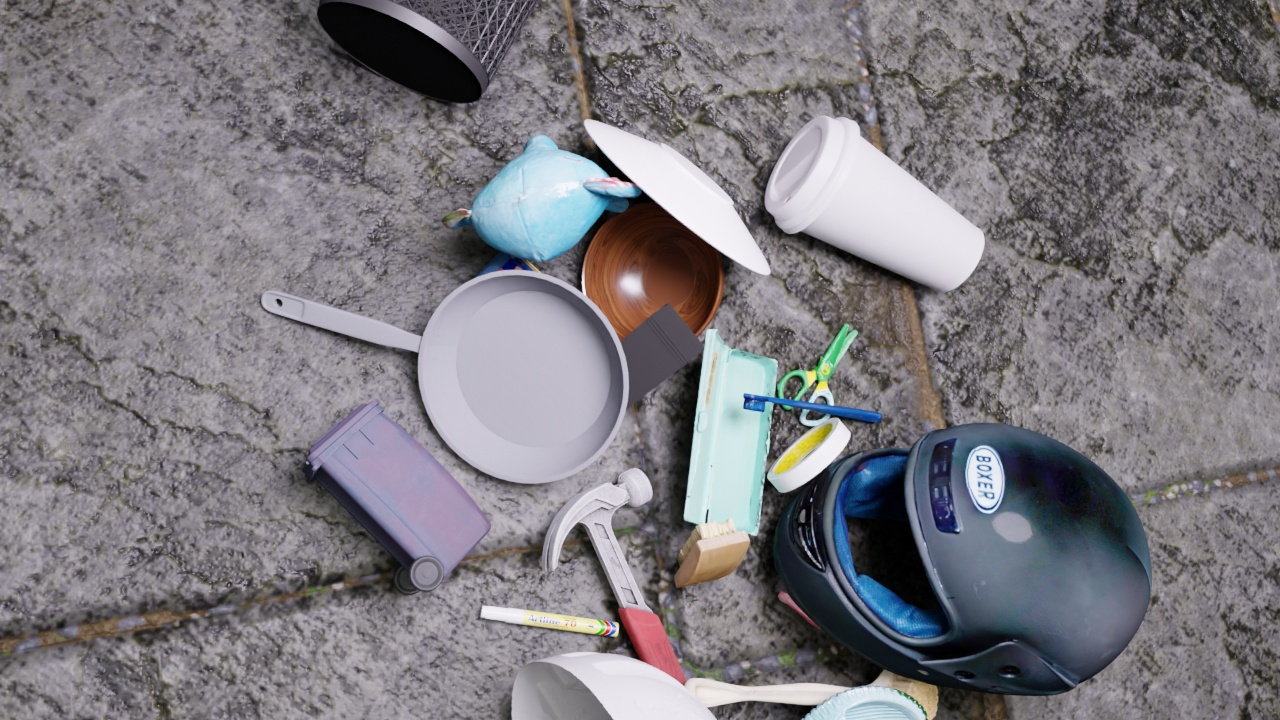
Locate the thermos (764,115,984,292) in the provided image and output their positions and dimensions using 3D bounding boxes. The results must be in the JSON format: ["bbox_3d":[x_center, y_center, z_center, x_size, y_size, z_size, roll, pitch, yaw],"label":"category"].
[{"bbox_3d":[0.256,-0.158,0.987,0.221,0.132,0.131,26,74,-17],"label":"thermos"}]

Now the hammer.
[{"bbox_3d":[0.009,0.271,0.876,0.126,0.036,0.315,-24,91,-31],"label":"hammer"}]

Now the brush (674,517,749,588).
[{"bbox_3d":[0.065,0.185,0.877,0.049,0.117,0.039,-9,64,-15],"label":"brush"}]

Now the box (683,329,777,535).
[{"bbox_3d":[0.082,0.074,0.915,0.137,0.057,0.186,22,71,-44],"label":"box"}]

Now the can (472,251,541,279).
[{"bbox_3d":[-0.118,-0.057,0.898,0.100,0.054,0.059,42,74,-4],"label":"can"}]

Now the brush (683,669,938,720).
[{"bbox_3d":[0.170,0.323,0.890,0.272,0.077,0.062,6,65,-17],"label":"brush"}]

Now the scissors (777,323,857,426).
[{"bbox_3d":[0.203,0.015,0.993,0.071,0.014,0.130,45,74,-3],"label":"scissors"}]

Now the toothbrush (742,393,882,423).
[{"bbox_3d":[0.180,0.052,0.947,0.189,0.016,0.017,9,90,-33],"label":"toothbrush"}]

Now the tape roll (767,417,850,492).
[{"bbox_3d":[0.169,0.095,0.926,0.094,0.094,0.019,-42,92,-18],"label":"tape roll"}]

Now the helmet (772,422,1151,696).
[{"bbox_3d":[0.314,0.171,0.855,0.316,0.237,0.248,23,52,-10],"label":"helmet"}]

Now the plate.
[{"bbox_3d":[0.046,-0.168,0.881,0.229,0.229,0.030,39,107,-6],"label":"plate"}]

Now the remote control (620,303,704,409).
[{"bbox_3d":[-0.005,0.005,0.894,0.134,0.013,0.058,-37,92,25],"label":"remote control"}]

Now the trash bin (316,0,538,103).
[{"bbox_3d":[-0.179,-0.395,0.870,0.217,0.217,0.243,23,82,-10],"label":"trash bin"}]

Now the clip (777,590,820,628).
[{"bbox_3d":[0.163,0.251,0.936,0.044,0.023,0.060,-22,85,-13],"label":"clip"}]

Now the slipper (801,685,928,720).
[{"bbox_3d":[0.157,0.411,0.843,0.276,0.069,0.116,-45,101,1],"label":"slipper"}]

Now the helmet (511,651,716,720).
[{"bbox_3d":[-0.010,0.368,0.768,0.183,0.225,0.282,-37,95,-41],"label":"helmet"}]

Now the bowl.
[{"bbox_3d":[0.021,-0.081,0.922,0.147,0.068,0.147,2,94,23],"label":"bowl"}]

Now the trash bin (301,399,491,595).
[{"bbox_3d":[-0.222,0.123,0.819,0.161,0.094,0.092,47,63,-5],"label":"trash bin"}]

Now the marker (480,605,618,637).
[{"bbox_3d":[-0.086,0.248,0.873,0.132,0.014,0.014,11,77,-13],"label":"marker"}]

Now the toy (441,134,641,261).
[{"bbox_3d":[-0.083,-0.154,0.856,0.184,0.180,0.115,-11,99,14],"label":"toy"}]

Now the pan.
[{"bbox_3d":[-0.181,-0.009,0.857,0.357,0.050,0.201,18,106,7],"label":"pan"}]
